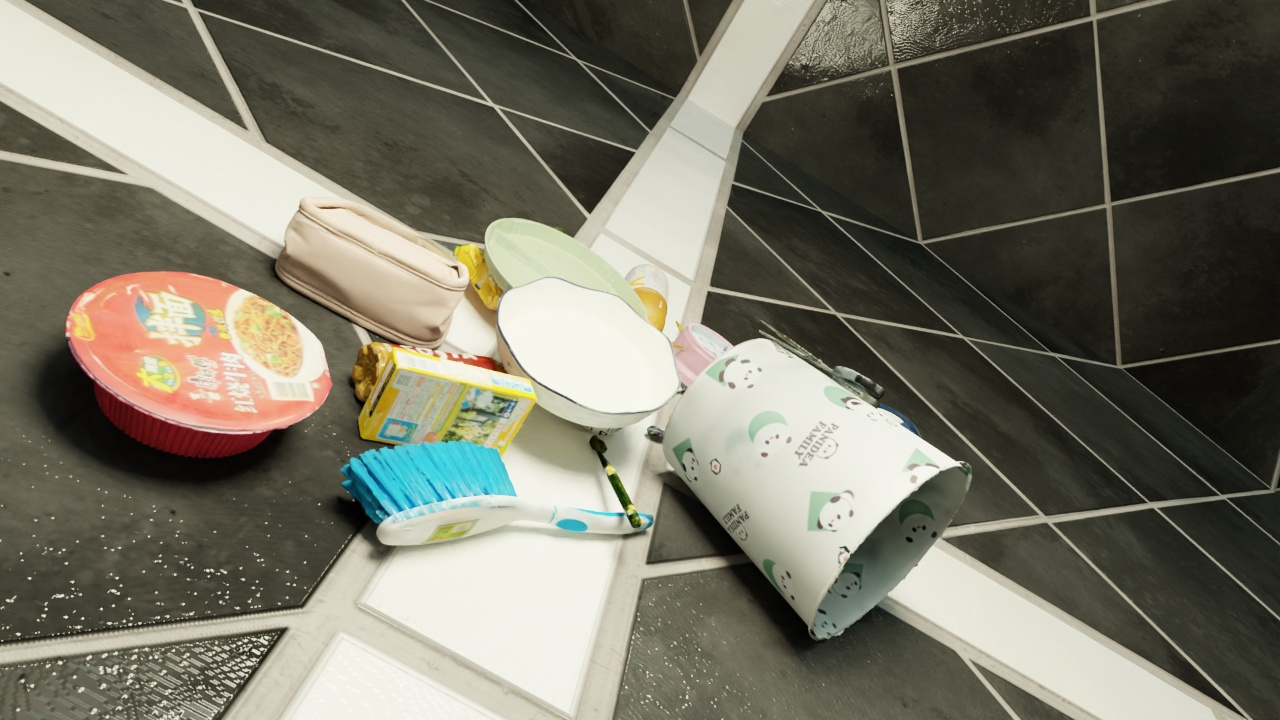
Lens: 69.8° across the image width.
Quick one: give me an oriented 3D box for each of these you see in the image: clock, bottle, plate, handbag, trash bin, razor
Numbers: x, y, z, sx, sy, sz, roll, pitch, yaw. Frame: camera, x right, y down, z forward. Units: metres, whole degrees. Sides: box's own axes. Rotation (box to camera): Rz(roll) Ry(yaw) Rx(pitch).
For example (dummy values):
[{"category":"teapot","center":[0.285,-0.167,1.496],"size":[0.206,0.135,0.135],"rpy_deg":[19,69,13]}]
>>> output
[{"category":"clock","center":[0.105,0.012,1.249],"size":[0.158,0.060,0.117],"rpy_deg":[35,19,-11]},{"category":"bottle","center":[0.004,-0.074,1.289],"size":[0.068,0.068,0.189],"rpy_deg":[28,26,-11]},{"category":"plate","center":[-0.058,-0.006,0.962],"size":[0.204,0.046,0.204],"rpy_deg":[19,35,-15]},{"category":"plate","center":[-0.093,-0.094,1.132],"size":[0.230,0.028,0.229],"rpy_deg":[29,27,-17]},{"category":"handbag","center":[-0.282,-0.117,1.037],"size":[0.193,0.093,0.234],"rpy_deg":[28,17,-10]},{"category":"trash bin","center":[0.171,0.121,0.968],"size":[0.229,0.230,0.252],"rpy_deg":[-1,35,-50]},{"category":"bottle","center":[-0.191,0.020,0.904],"size":[0.174,0.058,0.057],"rpy_deg":[8,35,-42]},{"category":"razor","center":[0.066,0.096,1.110],"size":[0.142,0.022,0.043],"rpy_deg":[10,7,-34]}]

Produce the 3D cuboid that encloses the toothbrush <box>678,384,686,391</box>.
[{"category":"toothbrush","center":[0.017,0.043,1.160],"size":[0.016,0.016,0.179],"rpy_deg":[46,25,17]}]

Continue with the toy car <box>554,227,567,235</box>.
[{"category":"toy car","center":[-0.134,-0.157,1.308],"size":[0.071,0.041,0.155],"rpy_deg":[45,26,24]}]

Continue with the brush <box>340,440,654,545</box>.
[{"category":"brush","center":[-0.112,0.125,0.821],"size":[0.313,0.061,0.109],"rpy_deg":[2,45,-52]}]

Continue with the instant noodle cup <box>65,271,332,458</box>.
[{"category":"instant noodle cup","center":[-0.349,0.011,0.726],"size":[0.193,0.066,0.193],"rpy_deg":[25,26,-14]}]

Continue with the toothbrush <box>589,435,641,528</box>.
[{"category":"toothbrush","center":[-0.025,0.119,0.922],"size":[0.017,0.012,0.185],"rpy_deg":[34,8,-24]}]

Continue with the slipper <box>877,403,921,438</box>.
[{"category":"slipper","center":[0.253,0.080,1.125],"size":[0.095,0.253,0.105],"rpy_deg":[-31,100,-21]}]

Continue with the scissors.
[{"category":"scissors","center":[0.200,0.006,1.003],"size":[0.159,0.014,0.181],"rpy_deg":[40,-5,-37]}]

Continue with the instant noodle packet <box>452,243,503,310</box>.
[{"category":"instant noodle packet","center":[-0.161,-0.095,1.139],"size":[0.110,0.044,0.128],"rpy_deg":[50,21,28]}]

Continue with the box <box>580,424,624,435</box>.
[{"category":"box","center":[-0.075,0.015,1.027],"size":[0.162,0.076,0.087],"rpy_deg":[35,37,11]}]

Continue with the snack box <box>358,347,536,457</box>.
[{"category":"snack box","center":[-0.176,0.044,0.842],"size":[0.140,0.087,0.033],"rpy_deg":[16,30,-31]}]
